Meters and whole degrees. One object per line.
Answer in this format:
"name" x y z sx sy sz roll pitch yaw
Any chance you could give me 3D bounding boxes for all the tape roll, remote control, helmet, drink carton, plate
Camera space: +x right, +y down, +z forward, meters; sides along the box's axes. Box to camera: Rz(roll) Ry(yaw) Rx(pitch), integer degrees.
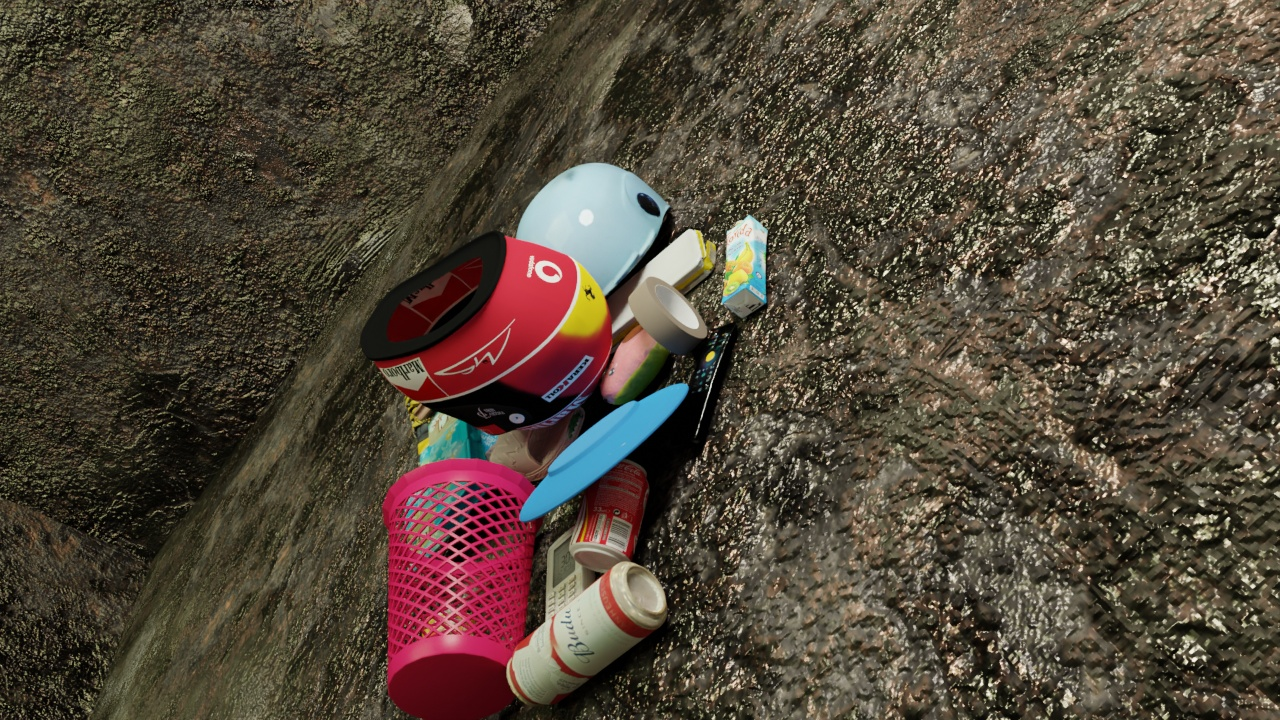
"tape roll" 0.031 -0.050 1.031 0.030 0.093 0.093 -44 28 22
"remote control" 0.070 0.025 0.963 0.041 0.020 0.151 -21 42 51
"helmet" -0.160 -0.019 1.098 0.272 0.224 0.197 -25 41 26
"helmet" -0.080 -0.164 1.253 0.226 0.167 0.265 -42 20 25
"drink carton" 0.116 -0.105 1.012 0.044 0.038 0.128 -35 32 37
"plate" -0.045 0.088 0.967 0.224 0.024 0.224 -38 5 4
"remote control" -0.073 0.234 0.956 0.060 0.025 0.138 -43 29 25

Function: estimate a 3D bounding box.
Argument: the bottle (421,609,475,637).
"bottle" -0.218 0.335 1.046 0.063 0.063 0.108 -48 26 15

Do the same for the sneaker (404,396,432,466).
"sneaker" -0.359 0.065 1.533 0.086 0.122 0.238 -38 30 35

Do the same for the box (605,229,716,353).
"box" 0.010 -0.086 1.166 0.210 0.044 0.065 -37 33 33

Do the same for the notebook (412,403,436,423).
"notebook" -0.252 0.017 1.402 0.169 0.022 0.210 -48 -5 15

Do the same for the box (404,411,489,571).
"box" -0.276 0.159 1.262 0.182 0.039 0.226 -49 31 18

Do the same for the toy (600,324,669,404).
"toy" -0.006 0.006 1.077 0.110 0.051 0.090 -58 19 3

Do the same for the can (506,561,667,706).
"can" -0.051 0.255 0.848 0.170 0.067 0.067 -43 29 25

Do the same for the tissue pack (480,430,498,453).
"tissue pack" -0.239 0.100 1.353 0.144 0.061 0.093 -61 27 -7

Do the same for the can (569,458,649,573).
"can" -0.030 0.156 0.929 0.064 0.064 0.104 -26 38 45

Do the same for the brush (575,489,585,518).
"brush" -0.049 0.127 1.049 0.048 0.017 0.126 -39 30 30

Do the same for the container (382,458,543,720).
"container" -0.194 0.249 0.979 0.184 0.183 0.225 -43 32 25

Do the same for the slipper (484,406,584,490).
"slipper" -0.164 0.113 1.211 0.240 0.064 0.094 -27 38 47
